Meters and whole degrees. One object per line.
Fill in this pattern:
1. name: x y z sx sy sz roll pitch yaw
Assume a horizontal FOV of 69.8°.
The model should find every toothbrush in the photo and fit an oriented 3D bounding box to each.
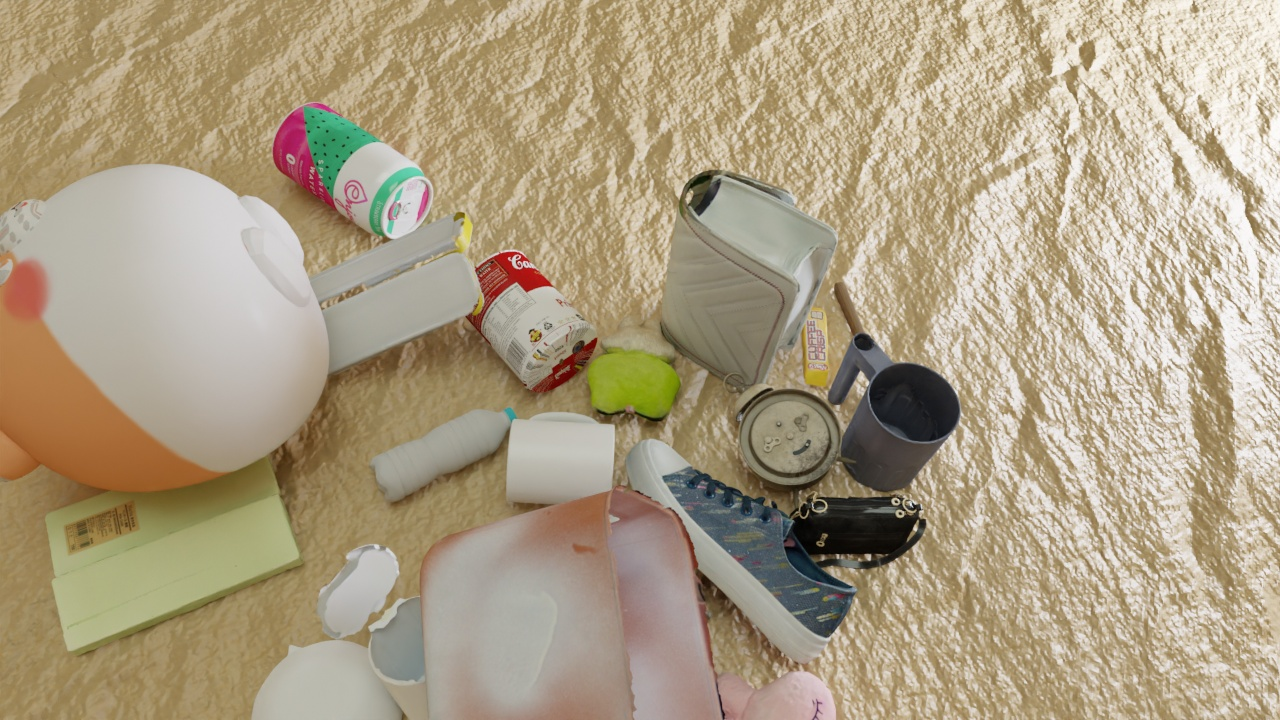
1. toothbrush: 0.233 -0.015 0.951 0.016 0.016 0.166 -9 59 -10

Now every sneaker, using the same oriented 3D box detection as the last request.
1. sneaker: 0.083 0.143 0.779 0.235 0.087 0.079 46 104 19

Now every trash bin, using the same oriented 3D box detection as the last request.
1. trash bin: -0.041 0.238 0.628 0.157 0.181 0.259 -17 68 16

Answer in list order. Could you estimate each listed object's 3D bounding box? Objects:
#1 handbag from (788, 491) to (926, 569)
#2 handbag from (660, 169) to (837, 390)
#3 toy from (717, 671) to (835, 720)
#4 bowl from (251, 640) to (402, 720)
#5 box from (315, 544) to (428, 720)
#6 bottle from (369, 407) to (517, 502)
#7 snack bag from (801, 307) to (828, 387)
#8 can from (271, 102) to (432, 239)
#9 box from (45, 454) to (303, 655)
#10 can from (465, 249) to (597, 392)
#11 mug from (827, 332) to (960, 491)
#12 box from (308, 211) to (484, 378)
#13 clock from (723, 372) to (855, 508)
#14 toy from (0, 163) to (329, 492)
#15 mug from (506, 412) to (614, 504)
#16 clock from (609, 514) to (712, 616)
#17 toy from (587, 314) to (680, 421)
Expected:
1. handbag: 0.186 0.145 0.804 0.128 0.079 0.054 0 57 -5
2. handbag: 0.092 -0.074 0.869 0.142 0.199 0.096 34 62 14
3. toy: 0.098 0.291 0.721 0.105 0.053 0.108 10 57 19
4. bowl: -0.243 0.266 0.702 0.114 0.051 0.114 2 57 -4
5. box: -0.168 0.213 0.682 0.094 0.166 0.084 27 56 35
6. bottle: -0.175 0.080 0.834 0.136 0.044 0.044 -26 63 -20
7. snack bag: 0.179 -0.017 0.945 0.026 0.020 0.099 5 56 0
8. can: -0.308 -0.202 0.980 0.166 0.088 0.088 34 60 16
9. box: -0.398 0.150 0.781 0.187 0.030 0.138 -20 62 -17
10. can: -0.110 -0.038 0.892 0.086 0.087 0.116 -33 65 -24
11. mug: 0.225 0.049 0.855 0.083 0.104 0.124 -26 63 -20
12. box: -0.251 -0.063 0.882 0.210 0.045 0.128 -21 59 12
13. clock: 0.128 0.065 0.864 0.093 0.055 0.141 -38 66 -8
14. toy: -0.405 -0.022 0.752 0.280 0.266 0.262 -33 39 -3
15. mug: -0.071 0.082 0.834 0.090 0.074 0.110 3 31 -3
16. clock: -0.011 0.187 0.777 0.137 0.048 0.096 40 62 19
17. toy: -0.005 0.005 0.899 0.092 0.043 0.117 8 55 -5
